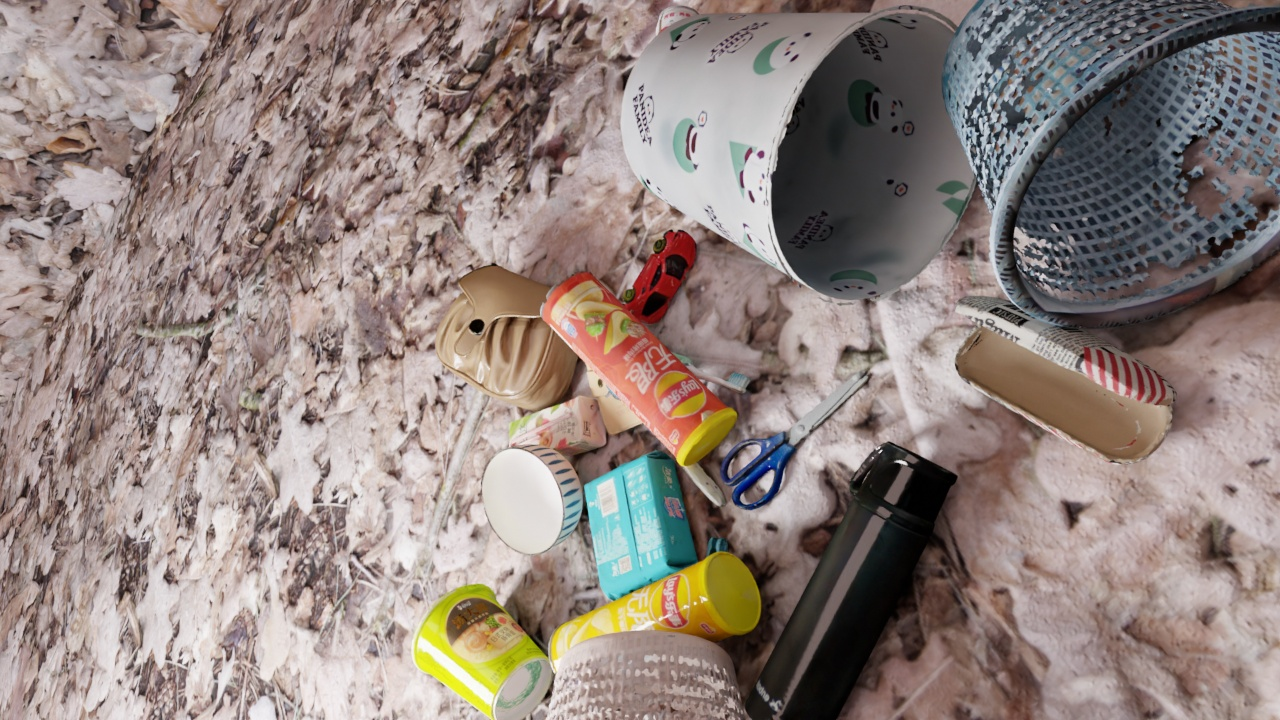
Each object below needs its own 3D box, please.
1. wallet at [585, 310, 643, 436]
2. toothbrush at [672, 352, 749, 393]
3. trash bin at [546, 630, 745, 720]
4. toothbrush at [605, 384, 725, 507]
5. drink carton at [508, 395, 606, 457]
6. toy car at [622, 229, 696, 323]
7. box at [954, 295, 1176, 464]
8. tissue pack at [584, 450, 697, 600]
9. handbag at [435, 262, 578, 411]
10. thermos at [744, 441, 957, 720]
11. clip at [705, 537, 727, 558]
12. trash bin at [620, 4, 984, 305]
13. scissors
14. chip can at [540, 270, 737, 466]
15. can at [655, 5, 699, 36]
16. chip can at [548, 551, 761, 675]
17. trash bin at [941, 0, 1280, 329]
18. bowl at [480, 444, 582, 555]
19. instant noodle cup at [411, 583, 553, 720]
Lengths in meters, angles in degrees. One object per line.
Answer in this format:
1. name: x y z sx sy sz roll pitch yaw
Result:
1. wallet: -0.023 0.016 0.966 0.087 0.024 0.115 -25 81 42
2. toothbrush: 0.024 0.002 0.947 0.225 0.026 0.027 19 81 46
3. trash bin: 0.004 0.333 0.735 0.228 0.227 0.191 -30 44 33
4. toothbrush: 0.021 0.077 0.907 0.187 0.016 0.017 48 134 28
5. drink carton: -0.096 0.081 1.020 0.123 0.045 0.053 -21 63 38
6. toy car: 0.023 -0.087 0.964 0.031 0.049 0.106 40 103 43
7. box: 0.292 0.001 0.650 0.076 0.088 0.162 -48 43 0
8. tissue pack: 0.000 0.164 0.896 0.093 0.050 0.133 -30 57 32
9. handbag: -0.160 -0.031 1.083 0.205 0.099 0.147 24 89 42
10. thermos: 0.164 0.182 0.731 0.242 0.068 0.090 -64 18 3
11. clip: 0.070 0.191 0.846 0.039 0.014 0.056 -3 76 43
12. trash bin: 0.123 -0.196 0.796 0.252 0.229 0.230 36 101 50
13. scissors: 0.143 0.075 0.819 0.175 0.012 0.107 -24 58 35
14. chip can: -0.005 0.005 0.893 0.216 0.073 0.073 44 108 21
15. can: 0.042 -0.327 1.029 0.053 0.053 0.132 -12 67 41
16. chip can: 0.008 0.241 0.836 0.214 0.072 0.072 -33 55 36
17. trash bin: 0.312 -0.167 0.623 0.227 0.226 0.194 -41 38 26
18. bowl: -0.107 0.143 0.982 0.117 0.066 0.116 7 102 35
19. instant noodle cup: -0.159 0.313 0.963 0.123 0.111 0.112 27 94 37
